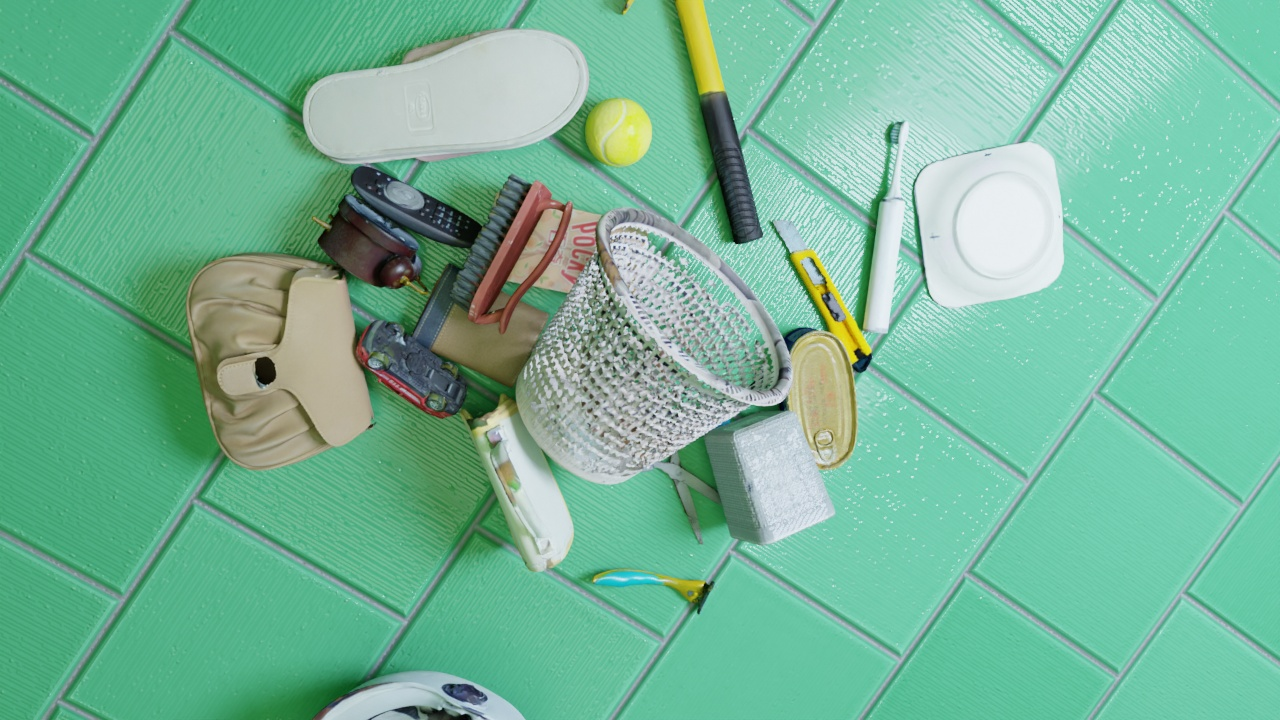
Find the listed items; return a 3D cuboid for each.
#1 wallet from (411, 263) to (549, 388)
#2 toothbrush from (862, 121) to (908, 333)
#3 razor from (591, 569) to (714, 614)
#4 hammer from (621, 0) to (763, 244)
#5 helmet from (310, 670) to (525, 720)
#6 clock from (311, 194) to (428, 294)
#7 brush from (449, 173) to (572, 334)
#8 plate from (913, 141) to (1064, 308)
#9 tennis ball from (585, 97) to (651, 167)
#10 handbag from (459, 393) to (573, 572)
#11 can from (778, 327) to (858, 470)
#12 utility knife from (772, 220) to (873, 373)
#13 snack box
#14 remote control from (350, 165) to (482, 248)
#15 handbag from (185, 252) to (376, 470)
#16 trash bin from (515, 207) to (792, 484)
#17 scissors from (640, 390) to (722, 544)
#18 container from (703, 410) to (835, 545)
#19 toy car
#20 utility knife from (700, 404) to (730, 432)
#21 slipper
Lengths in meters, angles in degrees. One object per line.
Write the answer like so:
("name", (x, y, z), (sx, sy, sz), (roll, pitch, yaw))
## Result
("wallet", (-0.161, -0.034, 0.918), (0.115, 0.033, 0.090), (26, 97, -12))
("toothbrush", (0.261, -0.139, 0.964), (0.026, 0.026, 0.221), (-3, 101, -47))
("razor", (0.012, 0.241, 0.985), (0.132, 0.028, 0.043), (11, 128, -12))
("hammer", (0.071, -0.265, 0.915), (0.128, 0.033, 0.301), (-17, 100, -5))
("helmet", (-0.210, 0.413, 0.920), (0.258, 0.146, 0.229), (31, 92, -3))
("clock", (-0.248, -0.104, 0.869), (0.122, 0.082, 0.055), (38, 96, -9))
("brush", (-0.122, -0.098, 0.868), (0.069, 0.063, 0.146), (29, 93, 2))
("plate", (0.380, -0.143, 0.977), (0.163, 0.034, 0.164), (-13, 101, -6))
("tennis ball", (-0.021, -0.222, 0.892), (0.065, 0.065, 0.065), (-1, 98, -8))
("handbag", (-0.112, 0.118, 0.873), (0.063, 0.179, 0.163), (-24, 99, -10))
("can", (0.184, 0.039, 0.968), (0.074, 0.049, 0.148), (-10, 100, -6))
("utility knife", (0.194, -0.068, 0.971), (0.033, 0.015, 0.192), (-33, 101, -5))
("snack box", (-0.075, -0.111, 0.921), (0.157, 0.026, 0.084), (11, 97, -9))
("remote control", (-0.215, -0.143, 0.884), (0.136, 0.053, 0.024), (26, 127, -17))
("handbag", (-0.339, -0.001, 0.862), (0.147, 0.100, 0.204), (-9, 104, -9))
("trash bin", (-0.004, 0.004, 0.852), (0.227, 0.226, 0.193), (39, 119, -12))
("scissors", (0.037, 0.114, 0.979), (0.178, 0.014, 0.159), (11, 99, -12))
("container", (0.127, 0.115, 0.937), (0.090, 0.090, 0.114), (-19, 93, -19))
("toy car", (-0.225, 0.011, 0.895), (0.045, 0.052, 0.120), (-24, 125, 35))
("utility knife", (0.105, 0.114, 0.984), (0.034, 0.018, 0.162), (-27, 100, -3))
("slipper", (-0.183, -0.245, 0.870), (0.274, 0.054, 0.114), (-11, 97, 4))
